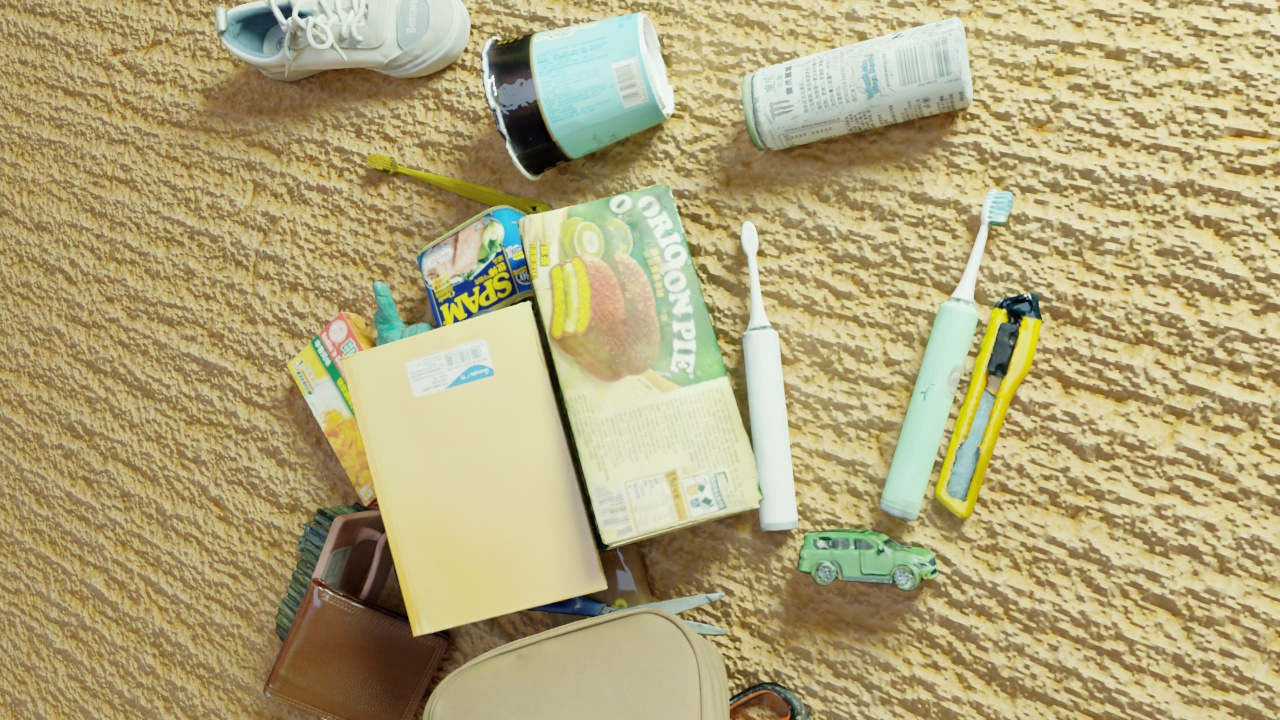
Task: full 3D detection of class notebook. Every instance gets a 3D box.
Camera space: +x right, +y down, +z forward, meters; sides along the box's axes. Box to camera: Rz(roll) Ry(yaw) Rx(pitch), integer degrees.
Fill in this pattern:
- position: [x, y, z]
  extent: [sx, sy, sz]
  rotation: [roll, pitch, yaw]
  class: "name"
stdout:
- position: [-0.118, 0.077, 0.641]
  extent: [0.146, 0.010, 0.206]
  rotation: [-16, 88, 7]
  class: "notebook"

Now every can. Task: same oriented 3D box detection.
- position: [0.146, -0.185, 0.625]
  extent: [0.147, 0.058, 0.058]
  rotation: [-8, 82, 24]
  class: "can"
- position: [-0.124, -0.064, 0.738]
  extent: [0.102, 0.057, 0.083]
  rotation: [-26, 74, 20]
  class: "can"

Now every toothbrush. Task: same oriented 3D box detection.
- position: [0.201, -0.004, 0.603]
  extent: [0.027, 0.026, 0.224]
  rotation: [18, 93, 46]
  class: "toothbrush"
- position: [-0.160, -0.150, 0.782]
  extent: [0.190, 0.016, 0.016]
  rotation: [20, 94, 24]
  class: "toothbrush"
- position: [0.087, 0.009, 0.652]
  extent: [0.027, 0.026, 0.221]
  rotation: [-5, 83, -2]
  class: "toothbrush"

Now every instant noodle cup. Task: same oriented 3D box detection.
- position: [-0.042, -0.206, 0.693]
  extent: [0.120, 0.111, 0.111]
  rotation: [-13, 80, 14]
  class: "instant noodle cup"

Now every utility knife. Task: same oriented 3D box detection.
- position: [0.226, 0.028, 0.594]
  extent: [0.033, 0.015, 0.154]
  rotation: [18, 93, 27]
  class: "utility knife"

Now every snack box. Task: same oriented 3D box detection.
- position: [-0.241, 0.041, 0.797]
  extent: [0.077, 0.027, 0.155]
  rotation: [-40, 71, 15]
  class: "snack box"
- position: [-0.004, 0.004, 0.650]
  extent: [0.114, 0.063, 0.240]
  rotation: [-15, 78, -7]
  class: "snack box"

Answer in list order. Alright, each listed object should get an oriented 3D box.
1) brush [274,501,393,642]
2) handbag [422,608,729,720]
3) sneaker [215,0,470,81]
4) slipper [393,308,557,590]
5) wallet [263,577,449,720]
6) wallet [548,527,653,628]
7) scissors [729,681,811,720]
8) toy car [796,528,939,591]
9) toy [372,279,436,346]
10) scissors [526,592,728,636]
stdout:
- position: [-0.257, 0.195, 0.772]
  extent: [0.073, 0.063, 0.146]
  rotation: [26, 97, 21]
  class: "brush"
- position: [-0.037, 0.252, 0.602]
  extent: [0.205, 0.100, 0.147]
  rotation: [-20, 52, 16]
  class: "handbag"
- position: [-0.267, -0.297, 0.803]
  extent: [0.243, 0.090, 0.089]
  rotation: [3, 87, 24]
  class: "sneaker"
- position: [-0.143, 0.093, 0.691]
  extent: [0.111, 0.083, 0.269]
  rotation: [31, 113, 26]
  class: "slipper"
- position: [-0.228, 0.243, 0.742]
  extent: [0.124, 0.032, 0.101]
  rotation: [25, 95, -9]
  class: "wallet"
- position: [-0.032, 0.185, 0.689]
  extent: [0.090, 0.033, 0.115]
  rotation: [-20, 81, 21]
  class: "wallet"
- position: [0.035, 0.311, 0.653]
  extent: [0.234, 0.021, 0.221]
  rotation: [45, 103, 20]
  class: "scissors"
- position: [0.149, 0.131, 0.605]
  extent: [0.091, 0.043, 0.036]
  rotation: [2, 86, 24]
  class: "toy car"
- position: [-0.197, -0.020, 0.770]
  extent: [0.092, 0.030, 0.096]
  rotation: [17, 127, 34]
  class: "toy"
- position: [-0.022, 0.197, 0.663]
  extent: [0.171, 0.012, 0.140]
  rotation: [24, 95, 17]
  class: "scissors"
